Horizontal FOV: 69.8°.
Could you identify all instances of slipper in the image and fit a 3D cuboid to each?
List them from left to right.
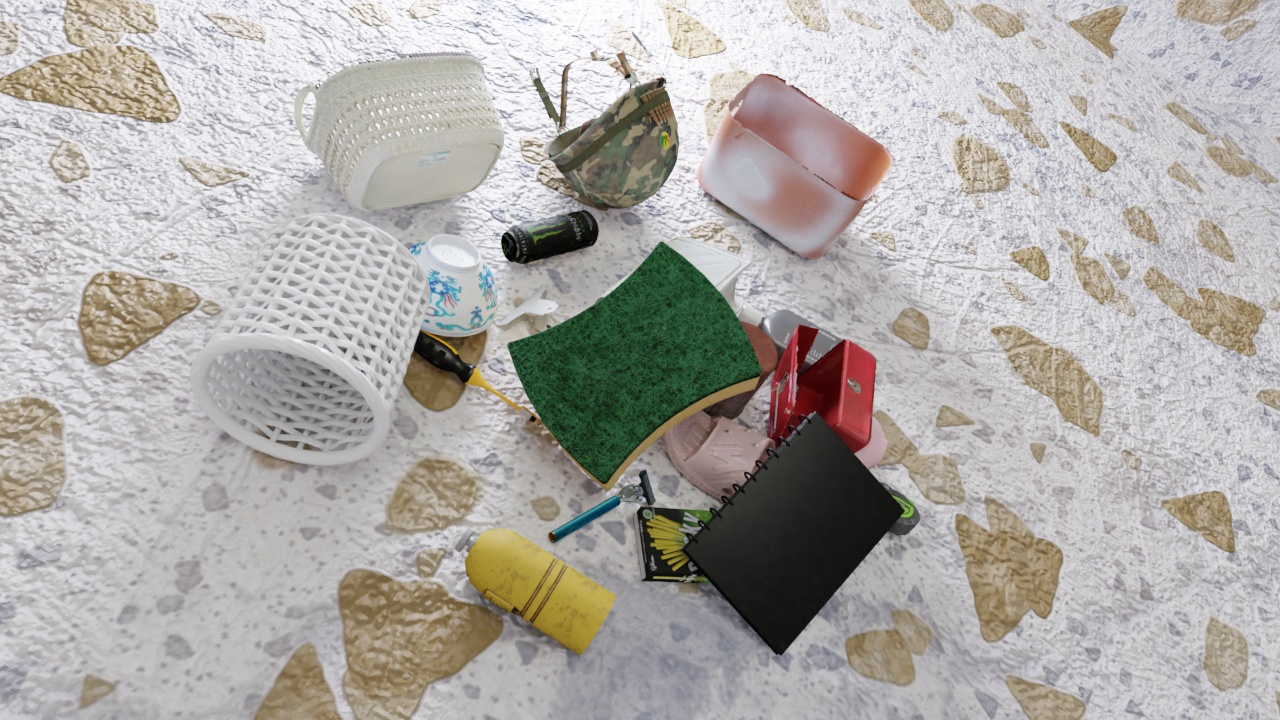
[{"bbox_3d":[0.132,0.134,1.123,0.239,0.065,0.094,38,47,5],"label":"slipper"}]

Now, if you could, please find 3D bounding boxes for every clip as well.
[{"bbox_3d":[-0.132,-0.064,1.180,0.054,0.040,0.101,27,47,14],"label":"clip"}]

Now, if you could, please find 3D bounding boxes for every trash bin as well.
[{"bbox_3d":[0.241,-0.304,1.465,0.260,0.158,0.181,34,47,4],"label":"trash bin"}]

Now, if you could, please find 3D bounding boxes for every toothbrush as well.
[{"bbox_3d":[-0.202,0.016,1.079,0.197,0.031,0.031,34,4,5],"label":"toothbrush"}]

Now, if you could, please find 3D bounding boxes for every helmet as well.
[{"bbox_3d":[-0.045,-0.345,1.329,0.236,0.193,0.223,45,57,-23],"label":"helmet"}]

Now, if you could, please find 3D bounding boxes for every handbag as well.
[{"bbox_3d":[0.042,-0.080,1.232,0.142,0.096,0.197,24,44,24],"label":"handbag"}]

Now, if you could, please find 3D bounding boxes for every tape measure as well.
[{"bbox_3d":[0.325,0.197,1.185,0.065,0.036,0.058,30,38,4],"label":"tape measure"}]

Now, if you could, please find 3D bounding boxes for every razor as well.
[{"bbox_3d":[-0.045,0.170,1.041,0.143,0.022,0.042,-23,103,-33],"label":"razor"}]

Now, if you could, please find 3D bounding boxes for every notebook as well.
[{"bbox_3d":[0.176,0.190,1.050,0.231,0.019,0.169,-43,92,-20],"label":"notebook"}]

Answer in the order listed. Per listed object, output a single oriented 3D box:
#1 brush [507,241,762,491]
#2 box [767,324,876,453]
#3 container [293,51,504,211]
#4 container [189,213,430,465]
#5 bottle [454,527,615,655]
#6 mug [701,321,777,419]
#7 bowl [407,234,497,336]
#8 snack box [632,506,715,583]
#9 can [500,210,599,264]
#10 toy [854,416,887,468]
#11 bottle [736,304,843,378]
[{"bbox_3d":[-0.006,0.006,1.067,0.250,0.075,0.195,-34,77,-7],"label":"brush"},{"bbox_3d":[0.231,0.059,1.188,0.117,0.136,0.157,17,50,-5],"label":"box"},{"bbox_3d":[-0.298,-0.295,1.190,0.250,0.185,0.143,-19,73,-36],"label":"container"},{"bbox_3d":[-0.329,-0.021,0.943,0.189,0.190,0.186,18,47,-12],"label":"container"},{"bbox_3d":[-0.113,0.225,0.929,0.164,0.071,0.070,32,47,1],"label":"bottle"},{"bbox_3d":[0.126,0.006,1.195,0.096,0.110,0.122,46,49,7],"label":"mug"},{"bbox_3d":[-0.235,-0.104,1.113,0.144,0.074,0.143,17,37,-14],"label":"bowl"},{"bbox_3d":[0.069,0.213,1.055,0.147,0.025,0.080,7,51,-21],"label":"snack box"},{"bbox_3d":[-0.121,-0.169,1.252,0.137,0.054,0.054,-20,64,-36],"label":"can"},{"bbox_3d":[0.294,0.114,1.215,0.095,0.099,0.053,15,13,-44],"label":"toy"},{"bbox_3d":[0.214,-0.023,1.299,0.174,0.046,0.083,30,47,-1],"label":"bottle"}]
